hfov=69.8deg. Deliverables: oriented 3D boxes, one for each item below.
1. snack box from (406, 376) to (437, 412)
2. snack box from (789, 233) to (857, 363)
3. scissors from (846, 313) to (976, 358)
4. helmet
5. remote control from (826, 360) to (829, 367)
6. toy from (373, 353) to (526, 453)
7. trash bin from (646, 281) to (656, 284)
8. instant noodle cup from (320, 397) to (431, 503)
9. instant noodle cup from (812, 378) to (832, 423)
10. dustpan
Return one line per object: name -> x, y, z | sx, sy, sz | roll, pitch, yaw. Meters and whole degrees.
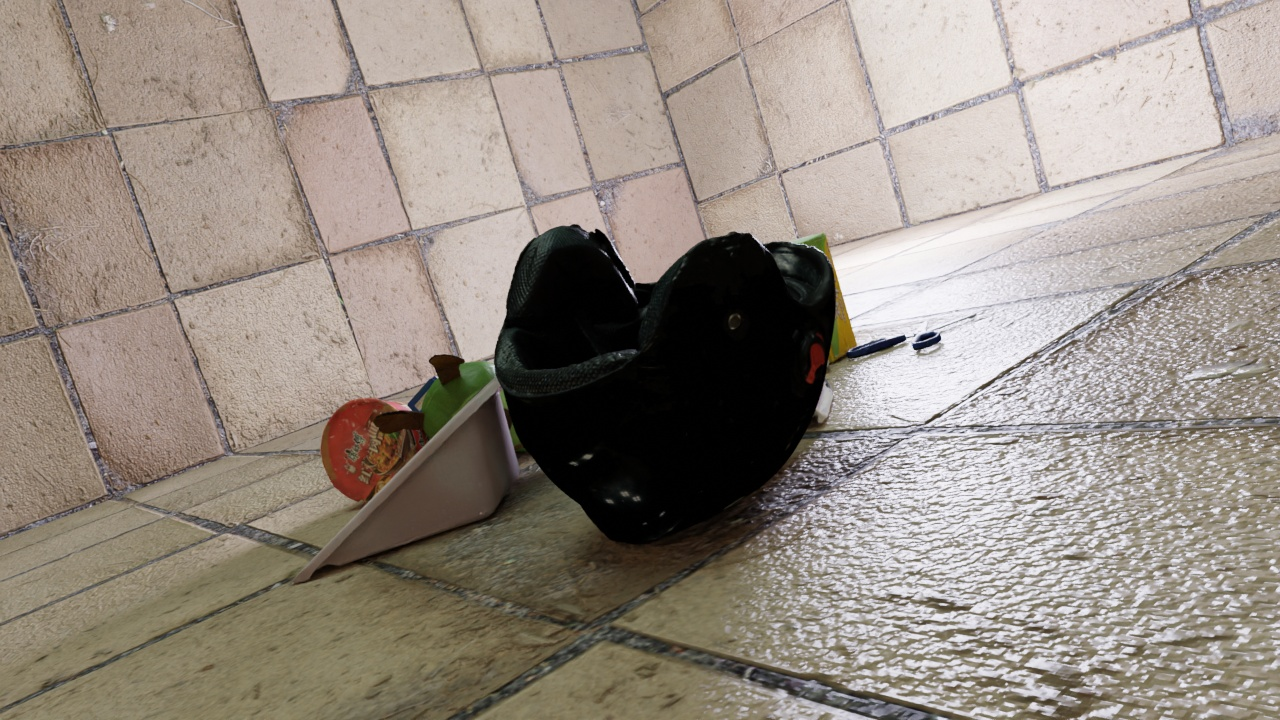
snack box -> -0.246, 0.072, 1.280 | 0.058, 0.057, 0.207 | -47, -16, 3
snack box -> 0.164, -0.065, 1.212 | 0.211, 0.157, 0.069 | -12, 8, 43
scissors -> 0.332, -0.030, 1.113 | 0.176, 0.012, 0.162 | -16, 5, 4
helmet -> 0.027, 0.004, 0.701 | 0.274, 0.230, 0.234 | -23, 23, -30
remote control -> 0.163, 0.019, 1.117 | 0.136, 0.020, 0.055 | -19, 5, 8
toy -> -0.195, 0.062, 1.146 | 0.246, 0.090, 0.227 | 17, -61, -50
trash bin -> -0.002, 0.001, 1.021 | 0.219, 0.199, 0.199 | -15, 6, -29
instant noodle cup -> -0.338, 0.114, 1.225 | 0.138, 0.138, 0.108 | -16, -1, 14
instant noodle cup -> 0.112, -0.006, 0.910 | 0.060, 0.173, 0.137 | -39, 0, 19
dustpan -> -0.235, 0.102, 0.982 | 0.273, 0.139, 0.222 | -17, 7, 2
